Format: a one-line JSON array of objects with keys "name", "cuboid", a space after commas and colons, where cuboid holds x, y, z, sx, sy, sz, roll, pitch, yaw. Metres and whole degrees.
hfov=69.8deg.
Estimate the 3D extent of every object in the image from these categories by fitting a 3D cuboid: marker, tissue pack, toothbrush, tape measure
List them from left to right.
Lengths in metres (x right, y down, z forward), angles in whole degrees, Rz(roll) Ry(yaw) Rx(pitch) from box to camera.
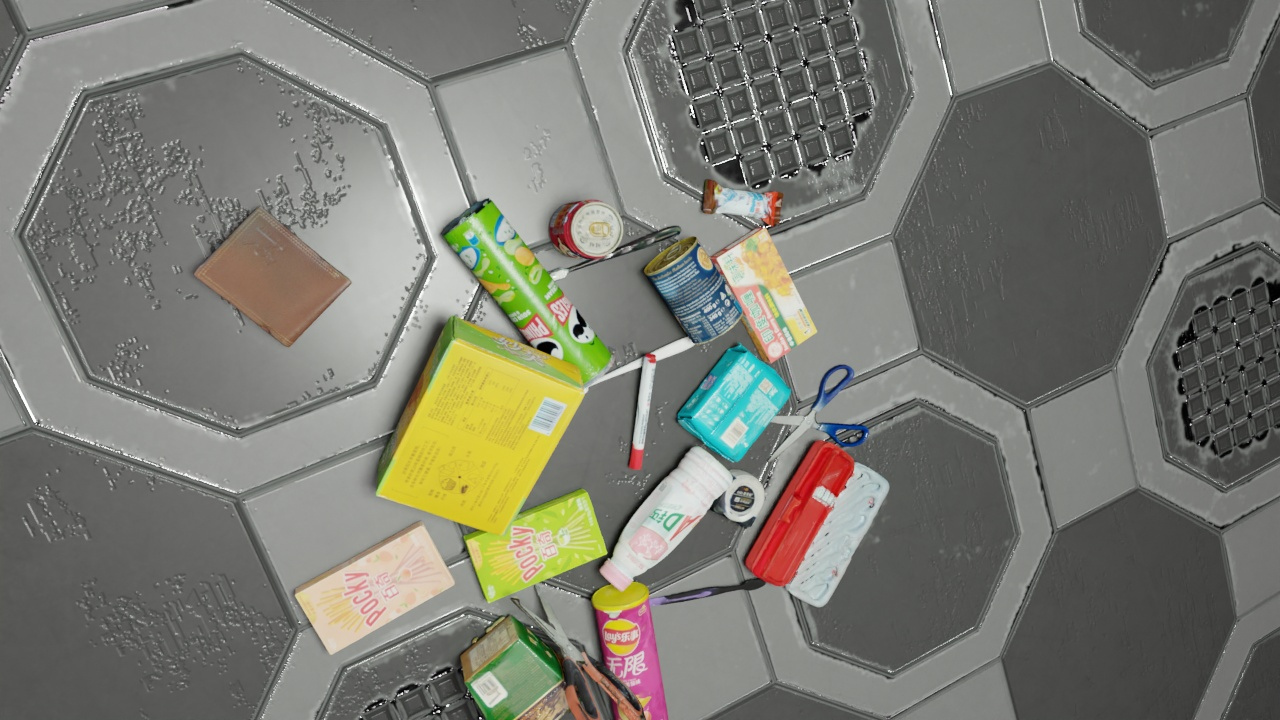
[{"name": "toothbrush", "cuboid": [-0.030, -0.128, 1.099, 0.180, 0.018, 0.015, -22, 101, -17]}, {"name": "toothbrush", "cuboid": [-0.007, 0.007, 1.123, 0.180, 0.016, 0.016, -23, 111, -16]}, {"name": "marker", "cuboid": [0.003, 0.063, 1.125, 0.017, 0.017, 0.145, 3, 102, -20]}, {"name": "toothbrush", "cuboid": [0.075, 0.304, 1.195, 0.188, 0.017, 0.014, -6, 90, -16]}, {"name": "tissue pack", "cuboid": [0.120, 0.052, 1.156, 0.093, 0.050, 0.133, 42, 82, -18]}, {"name": "tape measure", "cuboid": [0.126, 0.175, 1.183, 0.065, 0.033, 0.066, 31, 88, -22]}]

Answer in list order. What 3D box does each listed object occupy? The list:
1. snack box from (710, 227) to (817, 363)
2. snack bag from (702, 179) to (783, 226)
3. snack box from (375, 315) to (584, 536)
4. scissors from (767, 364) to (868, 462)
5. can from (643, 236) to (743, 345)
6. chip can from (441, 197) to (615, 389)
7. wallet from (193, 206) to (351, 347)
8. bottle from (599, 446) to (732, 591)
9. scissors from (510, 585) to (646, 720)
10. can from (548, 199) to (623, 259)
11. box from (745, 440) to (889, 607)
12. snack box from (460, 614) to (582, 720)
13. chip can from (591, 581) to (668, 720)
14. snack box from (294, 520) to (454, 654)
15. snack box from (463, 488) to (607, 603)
[{"name": "snack box", "cuboid": [0.157, -0.082, 1.163, 0.077, 0.027, 0.156, -33, 106, -11]}, {"name": "snack bag", "cuboid": [0.127, -0.195, 1.139, 0.104, 0.026, 0.048, 9, 82, -21]}, {"name": "snack box", "cuboid": [-0.178, 0.075, 1.009, 0.157, 0.070, 0.210, 23, 110, -21]}, {"name": "scissors", "cuboid": [0.236, 0.077, 1.221, 0.174, 0.012, 0.162, 26, 89, -20]}, {"name": "can", "cuboid": [0.066, -0.083, 1.105, 0.075, 0.075, 0.111, -39, 108, -11]}, {"name": "chip can", "cuboid": [-0.126, -0.072, 1.042, 0.072, 0.072, 0.236, -41, 107, -11]}, {"name": "wallet", "cuboid": [-0.386, -0.088, 0.970, 0.124, 0.032, 0.101, 43, 80, -20]}, {"name": "bottle", "cuboid": [0.028, 0.197, 1.134, 0.196, 0.068, 0.068, -47, 109, -7]}, {"name": "scissors", "cuboid": [-0.070, 0.352, 1.061, 0.015, 0.225, 0.189, -43, 132, 10]}, {"name": "can", "cuboid": [-0.062, -0.148, 1.042, 0.066, 0.094, 0.066, -3, 98, -19]}, {"name": "box", "cuboid": [0.240, 0.220, 1.229, 0.158, 0.039, 0.201, 33, 86, -36]}, {"name": "snack box", "cuboid": [-0.148, 0.372, 1.070, 0.118, 0.117, 0.105, -39, 104, -9]}, {"name": "chip can", "cuboid": [-0.008, 0.387, 1.143, 0.071, 0.071, 0.210, -13, 101, -18]}, {"name": "snack box", "cuboid": [-0.301, 0.258, 1.047, 0.157, 0.026, 0.084, -28, 105, -14]}, {"name": "snack box", "cuboid": [-0.125, 0.222, 1.104, 0.156, 0.026, 0.086, -19, 102, -16]}]
